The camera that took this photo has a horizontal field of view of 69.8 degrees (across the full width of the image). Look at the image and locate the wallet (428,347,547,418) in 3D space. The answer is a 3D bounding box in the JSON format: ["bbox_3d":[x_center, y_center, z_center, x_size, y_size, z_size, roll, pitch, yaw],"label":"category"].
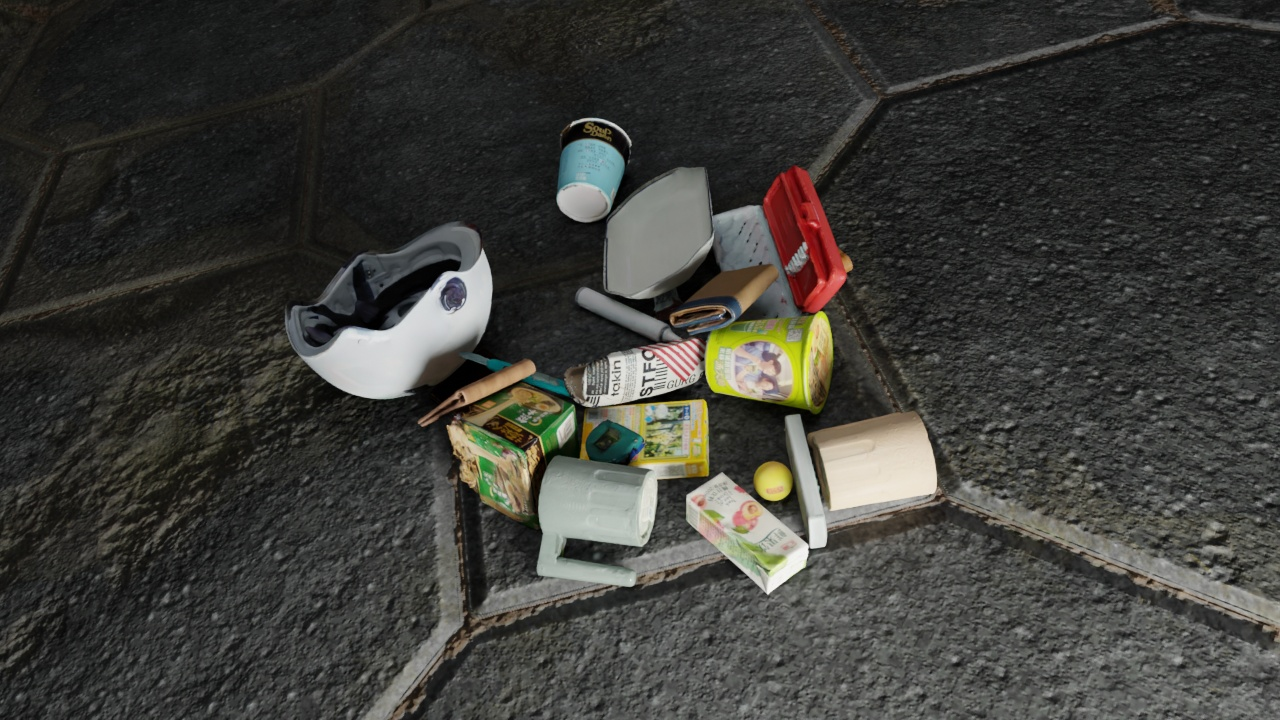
[{"bbox_3d":[-0.187,0.042,1.111,0.122,0.020,0.096,32,66,33],"label":"wallet"}]

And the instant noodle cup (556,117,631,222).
[{"bbox_3d":[-0.074,-0.267,1.322,0.111,0.111,0.120,1,55,13],"label":"instant noodle cup"}]

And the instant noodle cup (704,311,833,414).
[{"bbox_3d":[0.140,-0.001,1.023,0.124,0.112,0.111,4,48,26],"label":"instant noodle cup"}]

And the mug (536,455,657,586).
[{"bbox_3d":[-0.045,0.163,0.933,0.103,0.083,0.123,5,76,15],"label":"mug"}]

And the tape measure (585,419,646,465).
[{"bbox_3d":[-0.031,0.090,0.980,0.058,0.025,0.054,24,56,31],"label":"tape measure"}]

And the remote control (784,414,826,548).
[{"bbox_3d":[0.167,0.121,0.931,0.019,0.056,0.134,-9,46,3],"label":"remote control"}]

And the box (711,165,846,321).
[{"bbox_3d":[0.167,-0.133,1.128,0.158,0.069,0.200,-31,48,25],"label":"box"}]

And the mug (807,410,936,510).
[{"bbox_3d":[0.231,0.094,0.935,0.103,0.084,0.124,-12,22,3],"label":"mug"}]

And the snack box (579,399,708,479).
[{"bbox_3d":[0.005,0.089,1.014,0.140,0.034,0.086,-6,46,9],"label":"snack box"}]

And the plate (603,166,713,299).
[{"bbox_3d":[0.028,-0.165,1.207,0.162,0.034,0.265,-26,35,18],"label":"plate"}]

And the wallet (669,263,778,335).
[{"bbox_3d":[0.097,-0.073,1.054,0.090,0.033,0.115,-7,26,42],"label":"wallet"}]

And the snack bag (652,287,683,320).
[{"bbox_3d":[0.031,-0.091,1.179,0.045,0.026,0.105,-17,46,9],"label":"snack bag"}]

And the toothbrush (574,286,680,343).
[{"bbox_3d":[0.007,-0.044,1.141,0.221,0.026,0.026,26,68,31],"label":"toothbrush"}]

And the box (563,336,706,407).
[{"bbox_3d":[-0.007,0.006,1.046,0.161,0.076,0.086,-15,30,-29],"label":"box"}]

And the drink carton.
[{"bbox_3d":[0.103,0.170,0.906,0.053,0.046,0.122,-29,48,-28],"label":"drink carton"}]

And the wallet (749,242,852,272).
[{"bbox_3d":[0.184,-0.127,1.179,0.130,0.035,0.119,-26,54,-12],"label":"wallet"}]

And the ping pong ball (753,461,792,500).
[{"bbox_3d":[0.137,0.124,0.945,0.040,0.040,0.040,-6,47,7],"label":"ping pong ball"}]

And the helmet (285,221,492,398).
[{"bbox_3d":[-0.282,-0.046,1.120,0.229,0.146,0.257,12,44,43],"label":"helmet"}]

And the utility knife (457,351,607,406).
[{"bbox_3d":[-0.125,0.020,1.073,0.185,0.013,0.029,18,25,-4],"label":"utility knife"}]

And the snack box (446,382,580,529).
[{"bbox_3d":[-0.126,0.092,0.994,0.118,0.118,0.105,22,46,30],"label":"snack box"}]

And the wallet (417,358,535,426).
[{"bbox_3d":[-0.184,0.038,1.024,0.101,0.116,0.020,-26,88,-42],"label":"wallet"}]
